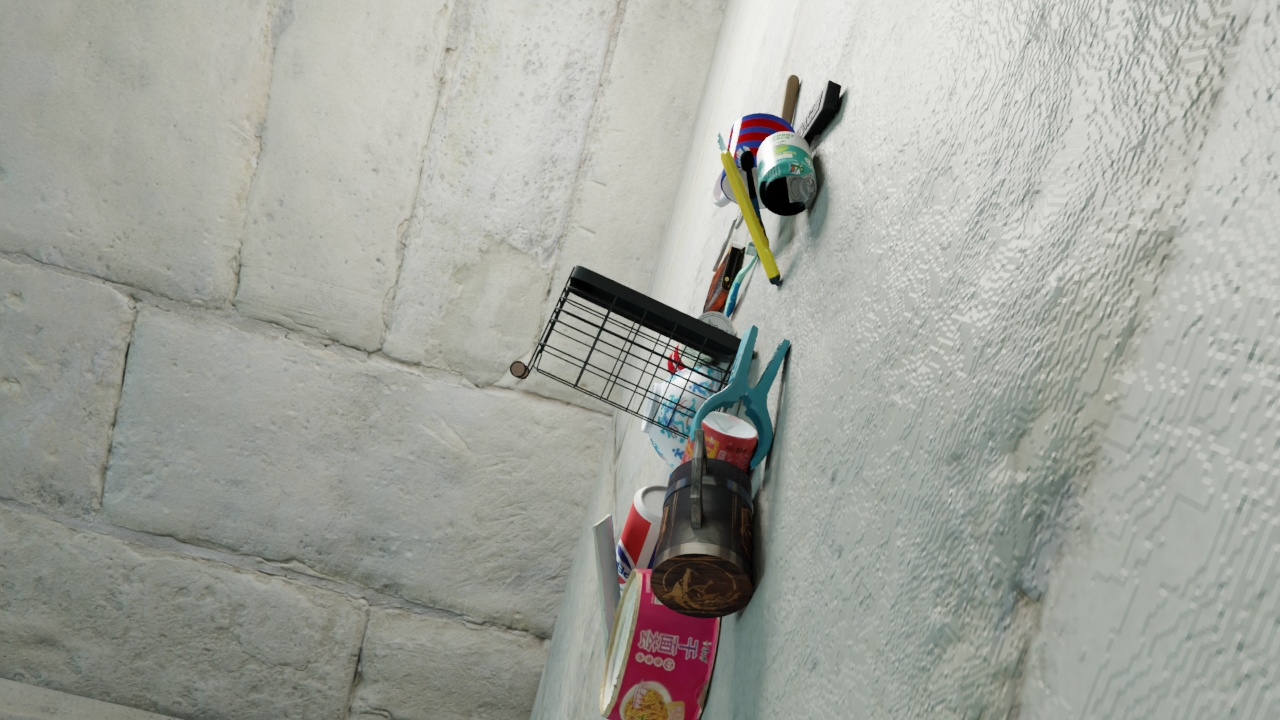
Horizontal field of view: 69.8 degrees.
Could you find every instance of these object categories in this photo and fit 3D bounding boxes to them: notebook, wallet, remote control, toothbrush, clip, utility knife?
[{"bbox_3d":[-0.029,0.302,1.013,0.181,0.009,0.253,57,-153,-83],"label":"notebook"},{"bbox_3d":[0.113,-0.106,1.251,0.123,0.019,0.072,117,171,-71],"label":"wallet"},{"bbox_3d":[0.175,-0.239,0.927,0.136,0.015,0.032,116,168,-81],"label":"remote control"},{"bbox_3d":[0.121,-0.097,1.126,0.135,0.017,0.022,110,173,-49],"label":"toothbrush"},{"bbox_3d":[0.106,0.043,0.797,0.129,0.121,0.031,-44,-10,-20],"label":"clip"},{"bbox_3d":[0.120,-0.161,0.967,0.014,0.014,0.168,58,174,34],"label":"toothbrush"},{"bbox_3d":[0.171,-0.271,1.092,0.016,0.016,0.166,116,167,-68],"label":"toothbrush"},{"bbox_3d":[0.108,-0.151,0.923,0.165,0.017,0.030,65,168,-3],"label":"utility knife"}]

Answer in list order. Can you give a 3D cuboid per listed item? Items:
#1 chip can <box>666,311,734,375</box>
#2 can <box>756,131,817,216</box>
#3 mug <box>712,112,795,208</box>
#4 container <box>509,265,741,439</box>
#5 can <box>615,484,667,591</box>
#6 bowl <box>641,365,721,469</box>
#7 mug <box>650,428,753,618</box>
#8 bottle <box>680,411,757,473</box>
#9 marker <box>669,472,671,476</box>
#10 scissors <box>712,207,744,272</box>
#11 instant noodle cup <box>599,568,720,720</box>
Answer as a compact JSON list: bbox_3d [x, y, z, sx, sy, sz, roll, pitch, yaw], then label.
[{"bbox_3d":[0.075,-0.014,1.210,0.215,0.052,0.051,122,162,-77],"label":"chip can"},{"bbox_3d":[0.142,-0.185,0.898,0.101,0.055,0.055,-81,7,-56],"label":"can"},{"bbox_3d":[0.122,-0.217,1.038,0.112,0.075,0.076,-26,45,51],"label":"mug"},{"bbox_3d":[-0.006,0.006,1.009,0.163,0.241,0.130,156,138,-85],"label":"container"},{"bbox_3d":[0.011,0.220,1.113,0.070,0.070,0.132,-82,8,-58],"label":"can"},{"bbox_3d":[0.045,0.068,1.160,0.144,0.074,0.144,-168,93,-86],"label":"bowl"},{"bbox_3d":[0.051,0.130,0.748,0.107,0.080,0.116,-78,-17,-51],"label":"mug"},{"bbox_3d":[0.062,0.121,0.860,0.062,0.062,0.138,-87,12,-70],"label":"bottle"},{"bbox_3d":[0.045,0.180,1.196,0.141,0.013,0.013,-89,15,-72],"label":"marker"},{"bbox_3d":[0.133,-0.198,1.231,0.141,0.014,0.162,-71,5,-60],"label":"scissors"},{"bbox_3d":[0.013,0.271,0.862,0.178,0.077,0.178,-168,93,-85],"label":"instant noodle cup"}]
